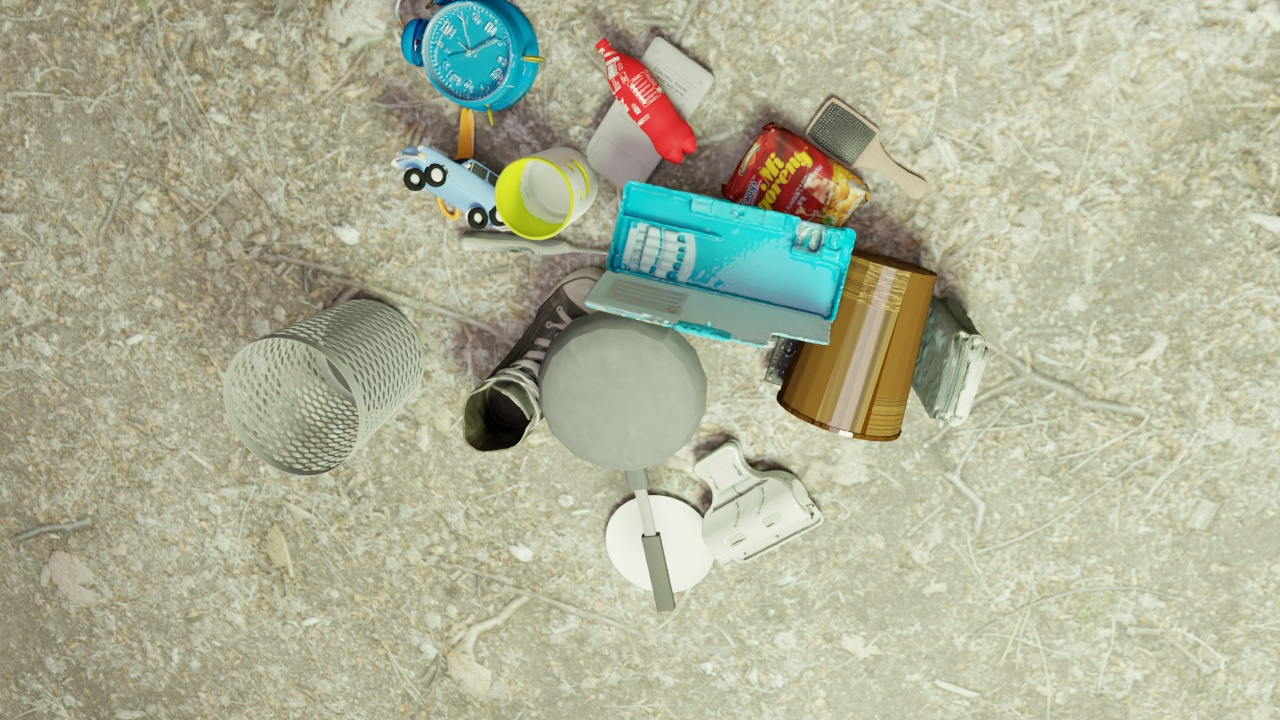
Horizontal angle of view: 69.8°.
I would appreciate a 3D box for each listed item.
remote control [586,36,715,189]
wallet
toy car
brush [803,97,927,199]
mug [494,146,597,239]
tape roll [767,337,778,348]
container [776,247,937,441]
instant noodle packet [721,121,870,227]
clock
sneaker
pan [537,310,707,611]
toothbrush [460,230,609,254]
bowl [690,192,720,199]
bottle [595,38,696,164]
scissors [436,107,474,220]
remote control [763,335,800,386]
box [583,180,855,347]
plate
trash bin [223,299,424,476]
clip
[{"bbox_3d":[0.006,-0.251,0.953,0.074,0.019,0.151,36,112,-1],"label":"remote control"},{"bbox_3d":[0.306,-0.001,0.915,0.054,0.131,0.100,7,112,6],"label":"wallet"},{"bbox_3d":[-0.187,-0.185,0.970,0.056,0.153,0.054,4,70,48],"label":"toy car"},{"bbox_3d":[0.231,-0.206,0.920,0.135,0.015,0.050,36,114,-1],"label":"brush"},{"bbox_3d":[-0.096,-0.177,0.956,0.082,0.106,0.083,4,110,11],"label":"mug"},{"bbox_3d":[0.141,-0.059,0.995,0.093,0.013,0.093,4,111,12],"label":"tape roll"},{"bbox_3d":[0.226,-0.021,0.933,0.132,0.132,0.167,16,106,7],"label":"container"},{"bbox_3d":[0.158,-0.171,0.938,0.135,0.039,0.099,34,120,-2],"label":"instant noodle packet"},{"bbox_3d":[-0.182,-0.328,0.946,0.161,0.060,0.117,41,113,-2],"label":"clock"},{"bbox_3d":[-0.110,0.001,1.018,0.095,0.119,0.235,43,110,-5],"label":"sneaker"},{"bbox_3d":[-0.004,0.119,0.967,0.179,0.041,0.357,-7,111,12],"label":"pan"},{"bbox_3d":[-0.110,-0.127,1.024,0.186,0.022,0.024,6,71,11],"label":"toothbrush"},{"bbox_3d":[0.046,-0.098,0.961,0.151,0.074,0.151,5,106,17],"label":"bowl"},{"bbox_3d":[0.003,-0.260,0.916,0.042,0.041,0.141,-35,98,21],"label":"bottle"},{"bbox_3d":[-0.192,-0.215,1.015,0.065,0.013,0.129,13,113,7],"label":"scissors"},{"bbox_3d":[0.168,-0.036,0.983,0.030,0.009,0.140,18,113,6],"label":"remote control"},{"bbox_3d":[0.076,-0.076,0.872,0.227,0.171,0.084,14,152,8],"label":"box"},{"bbox_3d":[0.024,0.223,1.124,0.135,0.011,0.135,4,110,11],"label":"plate"},{"bbox_3d":[-0.347,0.021,1.043,0.156,0.183,0.157,4,110,11],"label":"trash bin"},{"bbox_3d":[0.121,0.167,1.047,0.127,0.104,0.152,-33,110,18],"label":"clip"}]
